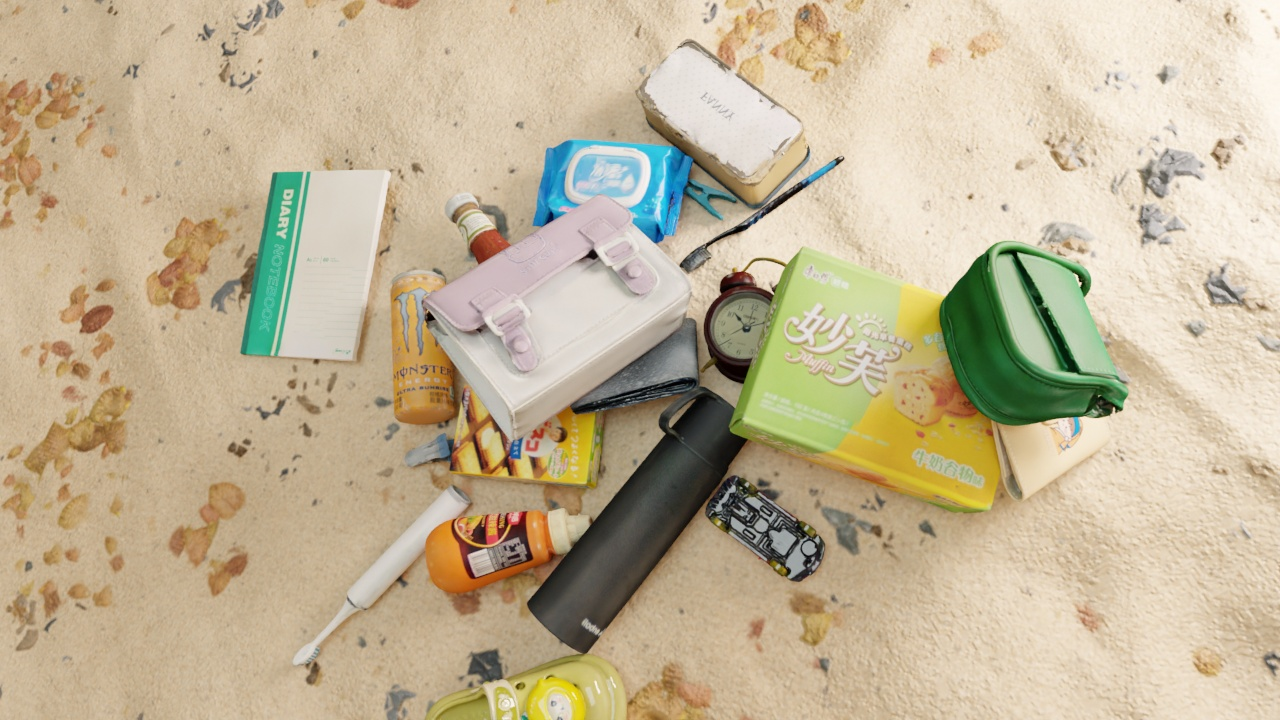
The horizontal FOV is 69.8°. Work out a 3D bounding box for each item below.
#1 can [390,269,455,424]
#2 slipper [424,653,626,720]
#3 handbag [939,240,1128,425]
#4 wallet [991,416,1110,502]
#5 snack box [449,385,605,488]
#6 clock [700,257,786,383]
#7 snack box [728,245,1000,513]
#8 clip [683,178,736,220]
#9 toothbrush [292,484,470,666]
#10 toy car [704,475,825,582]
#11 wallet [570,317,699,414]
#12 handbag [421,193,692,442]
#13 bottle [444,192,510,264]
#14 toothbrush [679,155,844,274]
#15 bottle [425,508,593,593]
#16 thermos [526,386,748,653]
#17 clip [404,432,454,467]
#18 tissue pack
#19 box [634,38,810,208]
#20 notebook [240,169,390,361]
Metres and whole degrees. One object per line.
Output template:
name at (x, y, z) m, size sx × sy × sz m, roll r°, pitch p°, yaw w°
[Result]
can at (-0.216, -0.012, 0.906) m, size 0.058 × 0.058 × 0.146 m, roll -11°, pitch 71°, yaw 11°
slipper at (-0.106, 0.306, 0.766) m, size 0.191 × 0.081 × 0.091 m, roll -18°, pitch 72°, yaw 12°
handbag at (0.295, -0.017, 0.686) m, size 0.120 × 0.068 × 0.131 m, roll 9°, pitch 55°, yaw -15°
wallet at (0.321, 0.048, 0.718) m, size 0.115 × 0.024 × 0.087 m, roll -23°, pitch 98°, yaw -25°
snack box at (-0.106, 0.071, 0.865) m, size 0.140 × 0.034 × 0.086 m, roll 4°, pitch 74°, yaw 14°
clock at (0.102, -0.036, 0.830) m, size 0.082 × 0.055 × 0.122 m, roll 17°, pitch 80°, yaw 20°
snack box at (0.197, 0.018, 0.751) m, size 0.210 × 0.070 × 0.157 m, roll 20°, pitch 79°, yaw 1°
clip at (0.066, -0.160, 0.903) m, size 0.056 × 0.013 × 0.039 m, roll 32°, pitch 83°, yaw 22°
toothbrush at (-0.246, 0.205, 0.863) m, size 0.221 × 0.026 × 0.027 m, roll -46°, pitch 57°, yaw -3°
toy car at (0.107, 0.145, 0.785) m, size 0.106 × 0.031 × 0.049 m, roll 35°, pitch 85°, yaw 14°
wallet at (-0.005, 0.005, 0.842) m, size 0.121 × 0.019 × 0.097 m, roll -14°, pitch 33°, yaw 11°
handbag at (-0.073, -0.047, 0.805) m, size 0.196 × 0.099 × 0.145 m, roll -35°, pitch 68°, yaw -20°
bottle at (-0.133, -0.086, 0.908) m, size 0.060 × 0.060 × 0.206 m, roll -37°, pitch 67°, yaw 1°
toothbrush at (0.118, -0.140, 0.883) m, size 0.189 × 0.014 × 0.016 m, roll -34°, pitch 69°, yaw 2°
bottle at (-0.115, 0.164, 0.825) m, size 0.149 × 0.067 × 0.066 m, roll -14°, pitch 70°, yaw 3°
thermos at (-0.004, 0.130, 0.791) m, size 0.242 × 0.090 × 0.068 m, roll -52°, pitch 36°, yaw -5°
clip at (-0.205, 0.090, 0.893) m, size 0.058 × 0.045 × 0.027 m, roll -16°, pitch 72°, yaw 19°
tissue pack at (-0.032, -0.171, 0.910) m, size 0.157 × 0.052 × 0.094 m, roll 8°, pitch 75°, yaw 17°
box at (0.084, -0.229, 0.897) m, size 0.090 × 0.059 × 0.184 m, roll -43°, pitch 70°, yaw -1°
notebook at (-0.350, -0.104, 0.984) m, size 0.150 × 0.012 × 0.209 m, roll 3°, pitch 80°, yaw 19°
